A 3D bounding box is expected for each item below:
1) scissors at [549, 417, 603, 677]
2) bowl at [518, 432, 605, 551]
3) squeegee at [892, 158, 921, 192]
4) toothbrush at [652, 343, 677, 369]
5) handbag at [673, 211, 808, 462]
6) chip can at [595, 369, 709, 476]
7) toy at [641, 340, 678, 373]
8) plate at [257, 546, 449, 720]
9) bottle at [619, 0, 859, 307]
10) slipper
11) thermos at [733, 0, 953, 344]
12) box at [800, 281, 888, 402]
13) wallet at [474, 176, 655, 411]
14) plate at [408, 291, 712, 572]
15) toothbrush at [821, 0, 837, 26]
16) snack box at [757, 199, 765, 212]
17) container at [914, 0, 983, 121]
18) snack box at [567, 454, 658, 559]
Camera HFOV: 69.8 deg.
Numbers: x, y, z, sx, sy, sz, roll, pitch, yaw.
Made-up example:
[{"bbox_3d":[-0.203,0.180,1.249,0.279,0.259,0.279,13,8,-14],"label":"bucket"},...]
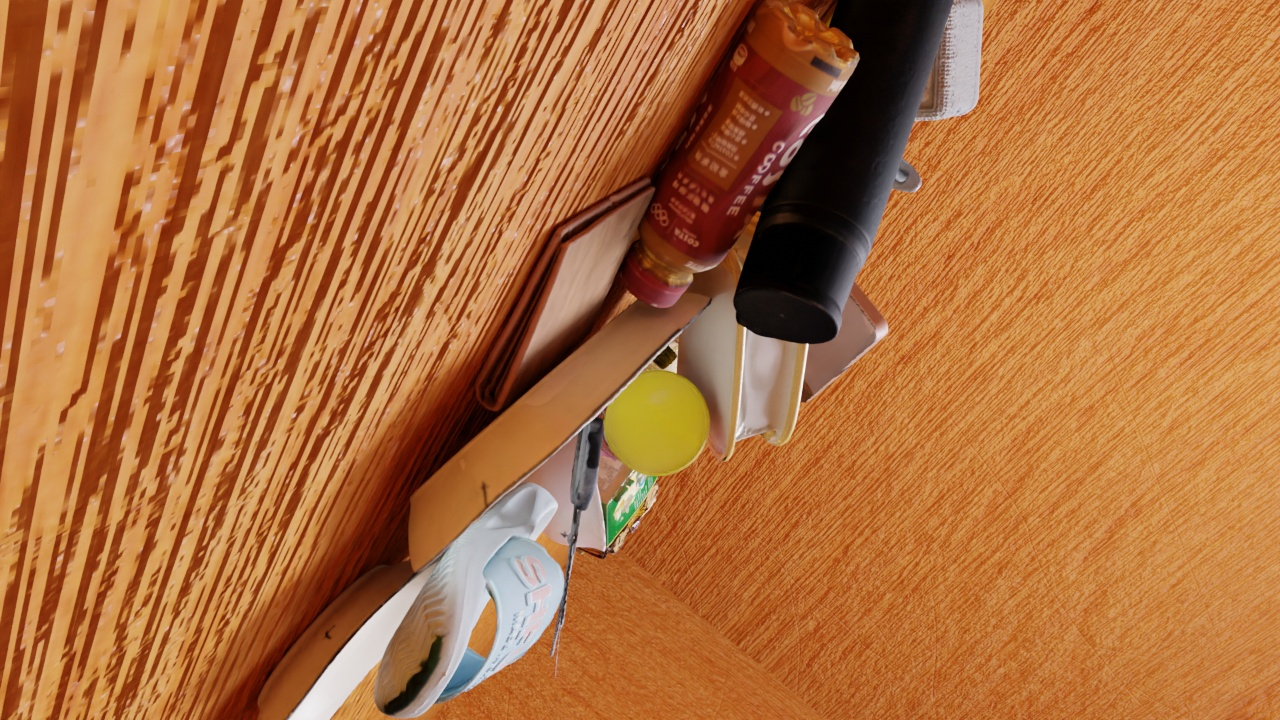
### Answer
[{"bbox_3d":[-0.044,0.111,0.606,0.159,0.014,0.176,-88,-170,-50],"label":"scissors"},{"bbox_3d":[-0.072,0.107,0.767,0.064,0.118,0.118,-11,165,-8],"label":"bowl"},{"bbox_3d":[0.163,-0.174,0.773,0.248,0.040,0.249,-51,-158,7],"label":"squeegee"},{"bbox_3d":[-0.004,0.004,0.751,0.015,0.016,0.190,-46,-174,-15],"label":"toothbrush"},{"bbox_3d":[0.058,-0.037,0.666,0.063,0.178,0.164,-10,124,-18],"label":"handbag"},{"bbox_3d":[-0.004,0.048,0.713,0.071,0.071,0.211,-51,-175,-8],"label":"chip can"},{"bbox_3d":[0.027,-0.011,0.867,0.158,0.066,0.104,-54,-168,55],"label":"toy"},{"bbox_3d":[-0.187,0.183,0.579,0.163,0.034,0.164,-49,173,-28],"label":"plate"},{"bbox_3d":[0.045,-0.104,0.495,0.175,0.057,0.057,-56,172,34],"label":"bottle"},{"bbox_3d":[-0.092,0.150,0.582,0.104,0.074,0.245,-57,178,14],"label":"slipper"},{"bbox_3d":[0.112,-0.127,0.538,0.090,0.068,0.242,-13,-130,60],"label":"thermos"},{"bbox_3d":[0.140,-0.027,0.992,0.156,0.193,0.183,-47,172,-30],"label":"box"},{"bbox_3d":[-0.038,-0.036,0.483,0.101,0.020,0.116,-45,169,-52],"label":"wallet"},{"bbox_3d":[-0.051,0.027,0.555,0.162,0.034,0.264,-40,-178,38],"label":"plate"},{"bbox_3d":[0.138,-0.234,0.603,0.191,0.018,0.016,-53,175,9],"label":"toothbrush"},{"bbox_3d":[0.095,-0.119,0.714,0.113,0.053,0.126,-48,-168,-28],"label":"snack box"},{"bbox_3d":[0.190,-0.217,0.659,0.114,0.090,0.090,-35,125,-57],"label":"container"},{"bbox_3d":[-0.048,0.119,0.942,0.118,0.117,0.106,-51,162,-31],"label":"snack box"}]
